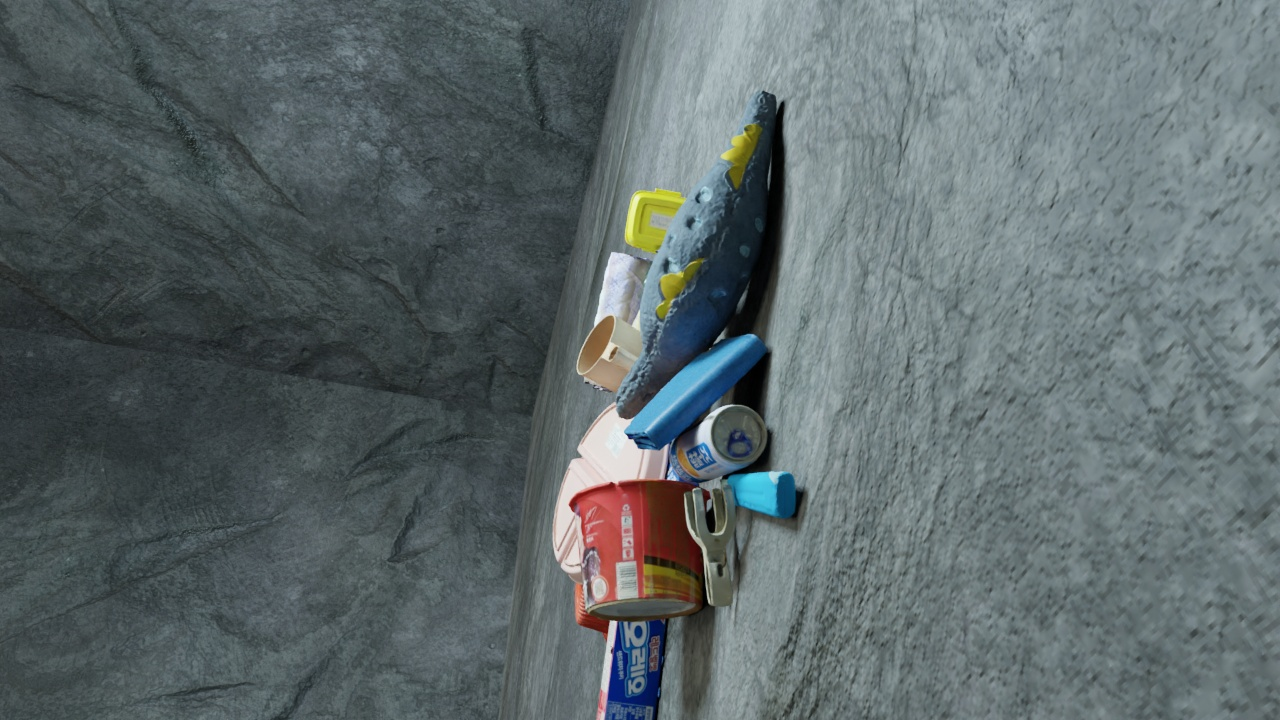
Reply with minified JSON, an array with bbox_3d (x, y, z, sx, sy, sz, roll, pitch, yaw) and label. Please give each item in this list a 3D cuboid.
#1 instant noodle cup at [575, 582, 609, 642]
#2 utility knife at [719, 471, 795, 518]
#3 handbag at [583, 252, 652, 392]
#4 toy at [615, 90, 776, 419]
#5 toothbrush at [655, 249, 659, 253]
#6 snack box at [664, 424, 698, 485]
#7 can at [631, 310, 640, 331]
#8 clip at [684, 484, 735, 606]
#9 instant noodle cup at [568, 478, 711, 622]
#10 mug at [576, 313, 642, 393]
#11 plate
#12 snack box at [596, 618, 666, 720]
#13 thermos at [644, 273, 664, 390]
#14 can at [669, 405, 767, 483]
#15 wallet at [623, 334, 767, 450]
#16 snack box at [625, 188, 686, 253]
[{"bbox_3d":[-0.034,0.253,1.124,0.164,0.079,0.189,-124,44,-81],"label":"instant noodle cup"},{"bbox_3d":[0.088,0.106,0.747,0.199,0.018,0.034,147,116,-79],"label":"utility knife"},{"bbox_3d":[-0.024,-0.048,1.304,0.134,0.075,0.194,20,-99,-78],"label":"handbag"},{"bbox_3d":[0.057,-0.089,0.881,0.137,0.091,0.357,-97,30,-75],"label":"toy"},{"bbox_3d":[0.058,-0.133,1.082,0.189,0.014,0.016,11,80,67],"label":"toothbrush"},{"bbox_3d":[0.029,0.108,1.022,0.156,0.026,0.085,-93,27,-51],"label":"snack box"},{"bbox_3d":[0.018,-0.038,1.191,0.116,0.058,0.058,119,159,-61],"label":"can"},{"bbox_3d":[0.060,0.151,0.787,0.092,0.035,0.103,-131,35,-75],"label":"clip"},{"bbox_3d":[-0.001,0.183,0.868,0.138,0.138,0.108,118,153,-61],"label":"instant noodle cup"},{"bbox_3d":[-0.007,0.006,1.111,0.084,0.103,0.125,-61,22,-1],"label":"mug"},{"bbox_3d":[-0.041,0.143,1.055,0.230,0.028,0.229,-48,28,35],"label":"plate"},{"bbox_3d":[-0.013,0.353,0.968,0.058,0.057,0.207,123,156,-73],"label":"snack box"},{"bbox_3d":[0.039,-0.035,1.052,0.223,0.073,0.073,-89,13,-44],"label":"thermos"},{"bbox_3d":[0.066,0.075,0.804,0.135,0.053,0.053,132,147,-72],"label":"can"},{"bbox_3d":[0.048,0.031,0.825,0.133,0.040,0.106,-41,4,-11],"label":"wallet"},{"bbox_3d":[0.028,-0.179,1.200,0.080,0.091,0.082,-103,23,-84],"label":"snack box"}]
